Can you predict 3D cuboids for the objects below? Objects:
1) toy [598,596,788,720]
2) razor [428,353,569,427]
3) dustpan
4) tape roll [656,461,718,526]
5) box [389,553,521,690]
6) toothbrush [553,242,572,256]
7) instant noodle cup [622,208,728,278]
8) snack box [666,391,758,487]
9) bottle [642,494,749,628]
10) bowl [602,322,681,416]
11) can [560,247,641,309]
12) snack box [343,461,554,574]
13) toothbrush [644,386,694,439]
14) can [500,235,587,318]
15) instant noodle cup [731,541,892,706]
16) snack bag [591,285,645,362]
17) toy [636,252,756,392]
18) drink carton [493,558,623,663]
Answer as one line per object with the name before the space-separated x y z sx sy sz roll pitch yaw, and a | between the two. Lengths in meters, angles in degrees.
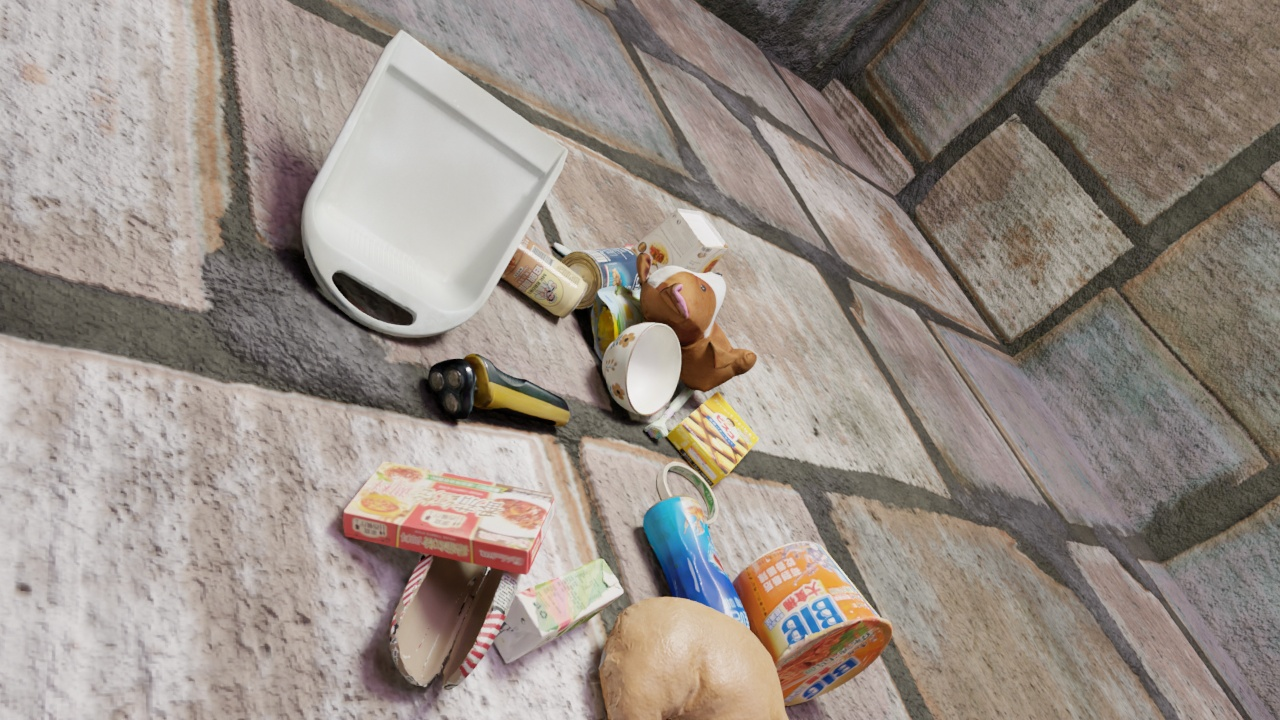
toy | 0.071 0.290 0.812 0.226 0.083 0.143 23 54 -13
razor | -0.138 0.040 0.936 0.167 0.062 0.067 23 65 -46
dustpan | -0.217 -0.161 0.937 0.222 0.258 0.142 32 8 -24
tape roll | 0.056 0.158 1.072 0.085 0.014 0.085 33 30 -23
box | -0.127 0.182 0.716 0.162 0.088 0.076 -74 148 -63
toothbrush | -0.043 -0.115 1.293 0.191 0.018 0.016 32 30 -24
instant noodle cup | 0.053 -0.154 1.361 0.116 0.124 0.116 -6 56 -56
snack box | 0.096 0.100 1.185 0.087 0.034 0.140 49 26 5
bottle | 0.065 0.242 0.922 0.065 0.065 0.218 16 41 -43
bowl | -0.007 0.007 1.114 0.062 0.113 0.113 13 9 34
can | -0.053 -0.110 1.211 0.075 0.075 0.111 53 29 12
snack box | -0.152 0.124 0.737 0.153 0.025 0.075 10 28 8
toothbrush | 0.047 0.058 1.189 0.029 0.020 0.189 16 23 14
can | -0.126 -0.106 1.124 0.116 0.059 0.058 36 30 -19
instant noodle cup | 0.165 0.267 0.949 0.151 0.152 0.111 19 30 -41
snack bag | 0.004 -0.051 1.217 0.190 0.039 0.110 -17 94 -56
toy | 0.069 -0.053 1.177 0.199 0.130 0.140 47 -7 -35
drink carton | -0.073 0.211 0.787 0.045 0.054 0.122 54 28 16
